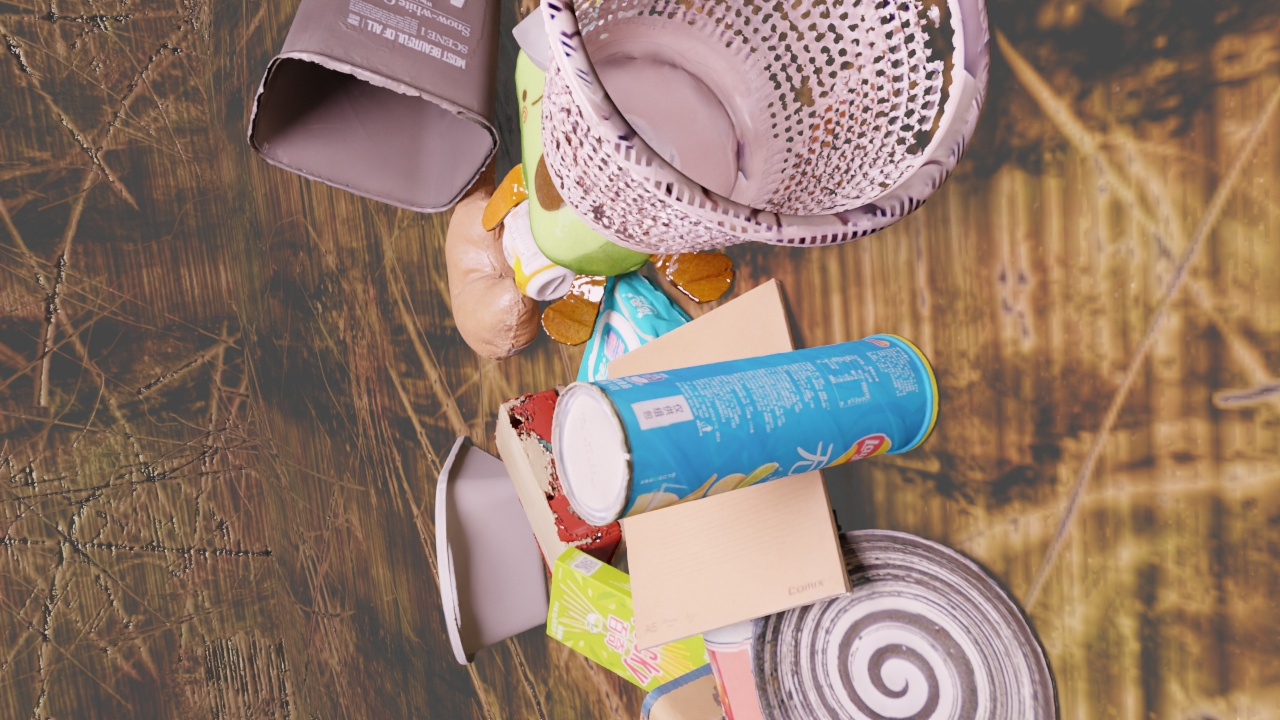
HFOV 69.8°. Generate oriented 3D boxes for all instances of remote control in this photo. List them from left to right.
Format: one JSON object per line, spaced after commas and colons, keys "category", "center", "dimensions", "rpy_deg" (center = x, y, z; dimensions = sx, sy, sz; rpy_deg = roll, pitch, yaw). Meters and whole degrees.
{"category": "remote control", "center": [-0.026, -0.255, 0.640], "dimensions": [0.056, 0.135, 0.019], "rpy_deg": [49, 180, 30]}

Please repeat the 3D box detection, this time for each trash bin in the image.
{"category": "trash bin", "center": [-0.229, -0.288, 0.849], "dimensions": [0.199, 0.198, 0.219], "rpy_deg": [-27, 52, 57]}
{"category": "trash bin", "center": [0.037, -0.151, 0.502], "dimensions": [0.192, 0.227, 0.227], "rpy_deg": [157, 102, -70]}

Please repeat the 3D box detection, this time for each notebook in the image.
{"category": "notebook", "center": [0.046, 0.066, 0.595], "dimensions": [0.150, 0.012, 0.211], "rpy_deg": [-26, 56, 30]}

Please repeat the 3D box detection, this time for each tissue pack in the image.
{"category": "tissue pack", "center": [-0.004, 0.004, 0.734], "dimensions": [0.093, 0.050, 0.134], "rpy_deg": [49, 137, 38]}

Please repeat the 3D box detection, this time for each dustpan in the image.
{"category": "dustpan", "center": [-0.199, 0.211, 1.014], "dimensions": [0.258, 0.142, 0.223], "rpy_deg": [1, 99, 56]}

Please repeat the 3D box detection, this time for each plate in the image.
{"category": "plate", "center": [0.147, 0.185, 0.533], "dimensions": [0.180, 0.024, 0.179], "rpy_deg": [2, 94, 34]}

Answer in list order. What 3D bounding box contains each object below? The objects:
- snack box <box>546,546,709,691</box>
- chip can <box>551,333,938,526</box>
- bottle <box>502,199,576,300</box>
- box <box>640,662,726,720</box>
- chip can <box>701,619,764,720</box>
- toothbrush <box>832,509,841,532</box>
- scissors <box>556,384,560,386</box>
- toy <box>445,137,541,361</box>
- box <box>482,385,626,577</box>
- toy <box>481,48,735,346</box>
{"category": "snack box", "center": [-0.004, 0.222, 0.751], "dimensions": [0.156, 0.026, 0.086], "rpy_deg": [22, 121, 22]}
{"category": "chip can", "center": [0.061, 0.032, 0.487], "dimensions": [0.071, 0.209, 0.071], "rpy_deg": [20, 114, 55]}
{"category": "bottle", "center": [-0.095, -0.110, 0.834], "dimensions": [0.063, 0.063, 0.108], "rpy_deg": [-50, 57, 51]}
{"category": "box", "center": [0.043, 0.319, 0.705], "dimensions": [0.061, 0.089, 0.185], "rpy_deg": [43, 133, 44]}
{"category": "chip can", "center": [0.084, 0.210, 0.617], "dimensions": [0.071, 0.071, 0.214], "rpy_deg": [-20, 86, 58]}
{"category": "toothbrush", "center": [0.080, 0.124, 0.669], "dimensions": [0.186, 0.012, 0.017], "rpy_deg": [-24, 73, 57]}
{"category": "scissors", "center": [-0.037, 0.076, 0.841], "dimensions": [0.172, 0.014, 0.146], "rpy_deg": [-22, 78, 57]}
{"category": "toy", "center": [-0.156, -0.110, 0.925], "dimensions": [0.144, 0.082, 0.225], "rpy_deg": [-38, 62, 54]}
{"category": "box", "center": [-0.082, 0.115, 0.848], "dimensions": [0.168, 0.080, 0.092], "rpy_deg": [62, 153, 26]}
{"category": "toy", "center": [-0.034, -0.142, 0.678], "dimensions": [0.227, 0.089, 0.246], "rpy_deg": [-21, 79, 27]}
